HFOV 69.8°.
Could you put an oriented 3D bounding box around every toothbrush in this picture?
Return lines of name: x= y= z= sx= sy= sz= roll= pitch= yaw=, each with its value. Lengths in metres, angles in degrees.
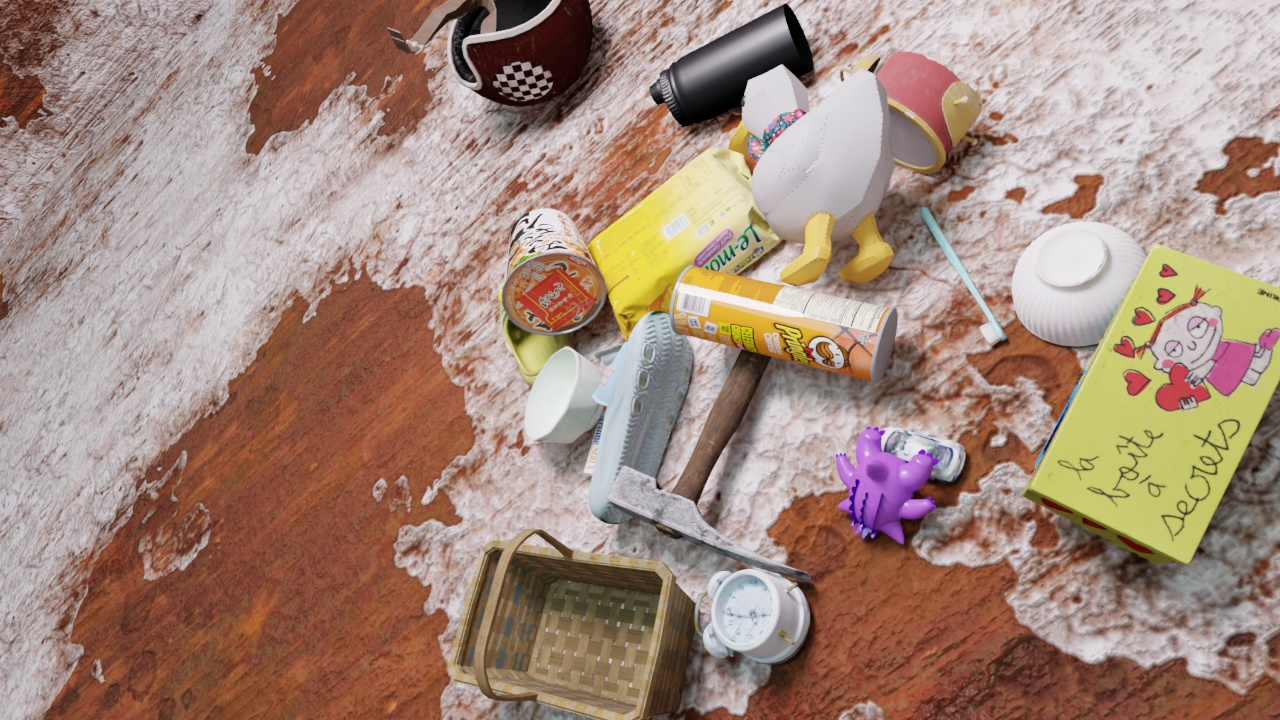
toothbrush: x=0.315 y=-0.088 z=0.909 sx=0.017 sy=0.016 sz=0.180 roll=-36 pitch=50 yaw=27

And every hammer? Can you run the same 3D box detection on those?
hammer: x=0.126 y=0.060 z=0.943 sx=0.218 sy=0.037 sz=0.300 roll=19 pitch=70 yaw=26

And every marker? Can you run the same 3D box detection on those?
marker: x=-0.040 y=0.066 z=1.085 sx=0.017 sy=0.017 sz=0.145 roll=1 pitch=67 yaw=36

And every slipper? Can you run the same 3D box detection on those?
slipper: x=-0.150 y=-0.049 z=1.185 sx=0.092 sy=0.081 sz=0.190 roll=-35 pitch=53 yaw=19
slipper: x=-0.013 y=0.058 z=1.015 sx=0.074 sy=0.104 sz=0.245 roll=9 pitch=76 yaw=35

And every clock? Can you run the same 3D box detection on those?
clock: x=0.278 y=-0.273 z=0.967 sx=0.159 sy=0.117 sz=0.081 roll=36 pitch=86 yaw=35
clock: x=0.100 y=0.240 z=0.863 sx=0.118 sy=0.057 sz=0.083 roll=-14 pitch=59 yaw=38

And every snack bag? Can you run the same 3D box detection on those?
snack bag: x=0.042 y=-0.143 z=1.102 sx=0.248 sy=0.068 sz=0.159 roll=-37 pitch=51 yaw=15

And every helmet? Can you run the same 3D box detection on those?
helmet: x=-0.189 y=-0.487 z=1.329 sx=0.234 sy=0.254 sz=0.233 roll=0 pitch=70 yaw=9

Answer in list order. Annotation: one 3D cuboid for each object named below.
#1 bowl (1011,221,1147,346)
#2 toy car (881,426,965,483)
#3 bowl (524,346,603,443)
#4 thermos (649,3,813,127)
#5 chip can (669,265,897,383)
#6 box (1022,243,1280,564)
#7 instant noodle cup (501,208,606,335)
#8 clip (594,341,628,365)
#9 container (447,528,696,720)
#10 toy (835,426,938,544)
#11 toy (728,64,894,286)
bowl: x=0.388 y=-0.078 z=0.818 sx=0.118 sy=0.062 sz=0.118 roll=-17 pitch=57 yaw=28
toy car: x=0.255 y=0.085 z=0.852 sx=0.090 sy=0.027 sz=0.038 roll=13 pitch=77 yaw=40
bowl: x=-0.082 y=0.048 z=1.084 sx=0.118 sy=0.061 sz=0.117 roll=-41 pitch=37 yaw=40
thermos: x=0.109 y=-0.363 z=1.159 sx=0.199 sy=0.086 sz=0.086 roll=-19 pitch=56 yaw=27
chip can: x=0.142 y=-0.039 z=0.926 sx=0.215 sy=0.075 sz=0.075 roll=15 pitch=75 yaw=25
box: x=0.403 y=0.037 z=0.714 sx=0.124 sy=0.082 sz=0.221 roll=30 pitch=83 yaw=21
instant noodle cup: x=-0.112 y=-0.116 z=1.120 sx=0.124 sy=0.123 sz=0.121 roll=-33 pitch=41 yaw=17
clip: x=-0.005 y=0.005 z=1.068 sx=0.046 sy=0.101 sz=0.056 roll=26 pitch=126 yaw=48
container: x=-0.084 y=0.258 z=0.898 sx=0.250 sy=0.186 sz=0.157 roll=-1 pitch=66 yaw=36
toy: x=0.217 y=0.118 z=0.836 sx=0.106 sy=0.055 sz=0.088 roll=28 pitch=124 yaw=39
toy: x=0.180 y=-0.212 z=0.959 sx=0.247 sy=0.140 sz=0.267 roll=132 pitch=129 yaw=-62
